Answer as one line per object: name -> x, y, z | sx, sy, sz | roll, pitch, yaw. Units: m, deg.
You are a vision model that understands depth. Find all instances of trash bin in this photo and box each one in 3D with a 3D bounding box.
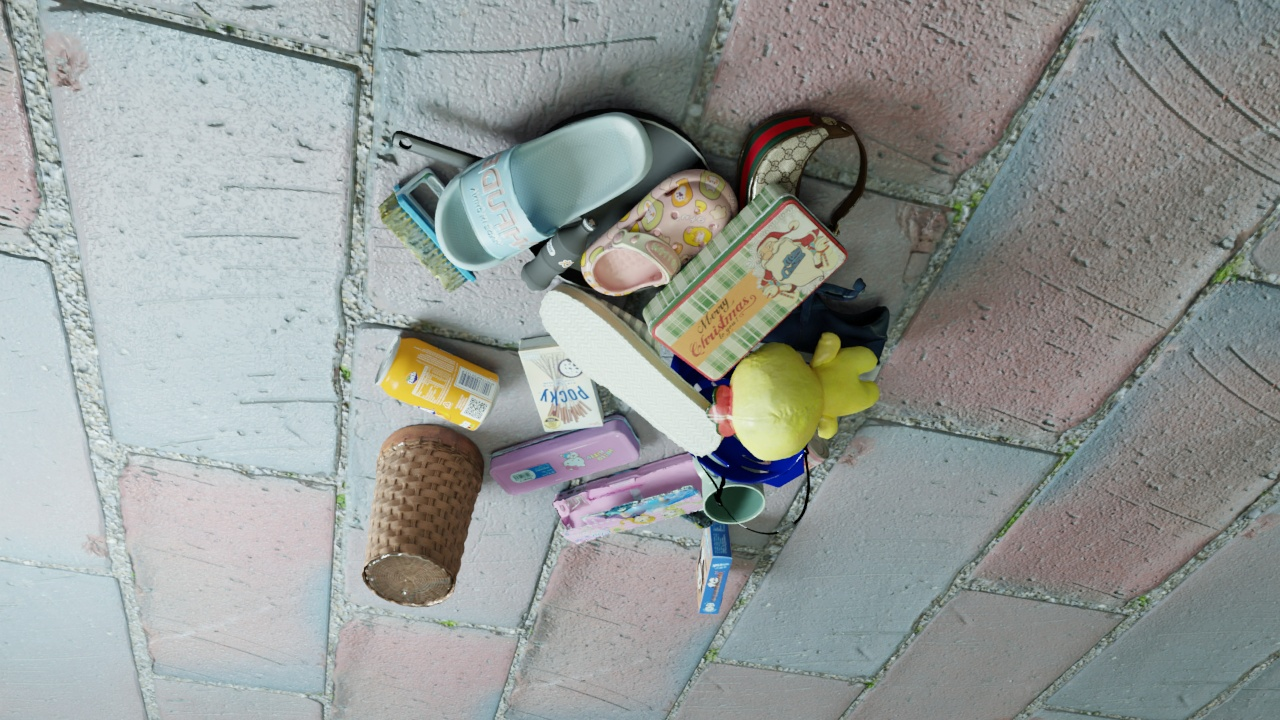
trash bin -> -0.300, 0.213, 1.242 | 0.151, 0.209, 0.151 | 1, 132, 1

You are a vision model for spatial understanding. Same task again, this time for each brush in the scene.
brush -> -0.223, -0.141, 1.027 | 0.075, 0.055, 0.136 | -36, 126, 2

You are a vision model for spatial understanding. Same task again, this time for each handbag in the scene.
handbag -> 0.175, -0.182, 0.984 | 0.138, 0.063, 0.167 | -7, 131, -7

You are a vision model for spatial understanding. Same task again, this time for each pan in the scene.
pan -> -0.088, -0.189, 0.992 | 0.356, 0.034, 0.226 | 16, 130, -14

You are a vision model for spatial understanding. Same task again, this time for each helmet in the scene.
helmet -> 0.127, 0.095, 1.119 | 0.148, 0.227, 0.241 | -34, 121, 17

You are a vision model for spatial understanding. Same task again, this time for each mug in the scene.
mug -> 0.114, 0.150, 1.251 | 0.111, 0.103, 0.084 | 36, 123, -29

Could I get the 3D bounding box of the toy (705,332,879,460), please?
toy -> 0.179, 0.040, 1.027 | 0.207, 0.092, 0.134 | -17, 106, -26

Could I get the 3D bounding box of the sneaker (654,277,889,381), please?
sneaker -> 0.163, -0.063, 1.075 | 0.294, 0.120, 0.127 | 11, 109, -13

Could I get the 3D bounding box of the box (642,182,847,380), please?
box -> 0.110, -0.079, 0.967 | 0.206, 0.050, 0.117 | -42, 123, 16

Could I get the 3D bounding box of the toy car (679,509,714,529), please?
toy car -> 0.071, 0.215, 1.360 | 0.090, 0.027, 0.039 | 30, 119, -5

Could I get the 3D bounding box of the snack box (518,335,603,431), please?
snack box -> -0.102, 0.031, 1.197 | 0.082, 0.026, 0.150 | -8, 131, 6

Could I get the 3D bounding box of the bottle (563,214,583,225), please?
bottle -> -0.119, -0.149, 0.985 | 0.113, 0.030, 0.030 | -16, 130, 14

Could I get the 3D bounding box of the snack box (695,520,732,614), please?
snack box -> 0.112, 0.312, 1.410 | 0.034, 0.087, 0.152 | 3, 132, -4

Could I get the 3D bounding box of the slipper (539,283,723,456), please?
slipper -> -0.006, 0.006, 1.080 | 0.272, 0.053, 0.115 | 40, 146, 12

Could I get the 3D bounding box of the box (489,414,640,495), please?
box -> -0.106, 0.133, 1.286 | 0.214, 0.036, 0.076 | -18, 133, 16

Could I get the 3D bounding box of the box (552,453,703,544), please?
box -> -0.013, 0.210, 1.314 | 0.231, 0.076, 0.085 | -18, 110, 17

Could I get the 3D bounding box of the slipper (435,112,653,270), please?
slipper -> -0.104, -0.172, 0.919 | 0.246, 0.074, 0.104 | -23, 102, 15

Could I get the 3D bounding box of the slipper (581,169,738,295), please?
slipper -> 0.020, -0.119, 0.982 | 0.198, 0.081, 0.093 | -33, 126, 29

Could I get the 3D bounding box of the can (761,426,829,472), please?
can -> 0.208, 0.123, 1.251 | 0.076, 0.067, 0.067 | -34, 124, 27

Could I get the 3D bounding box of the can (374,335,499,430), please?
can -> -0.255, 0.028, 1.161 | 0.142, 0.079, 0.079 | 26, 127, -21

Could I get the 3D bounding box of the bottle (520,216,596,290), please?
bottle -> -0.088, -0.119, 1.009 | 0.036, 0.036, 0.110 | 33, 126, -26
